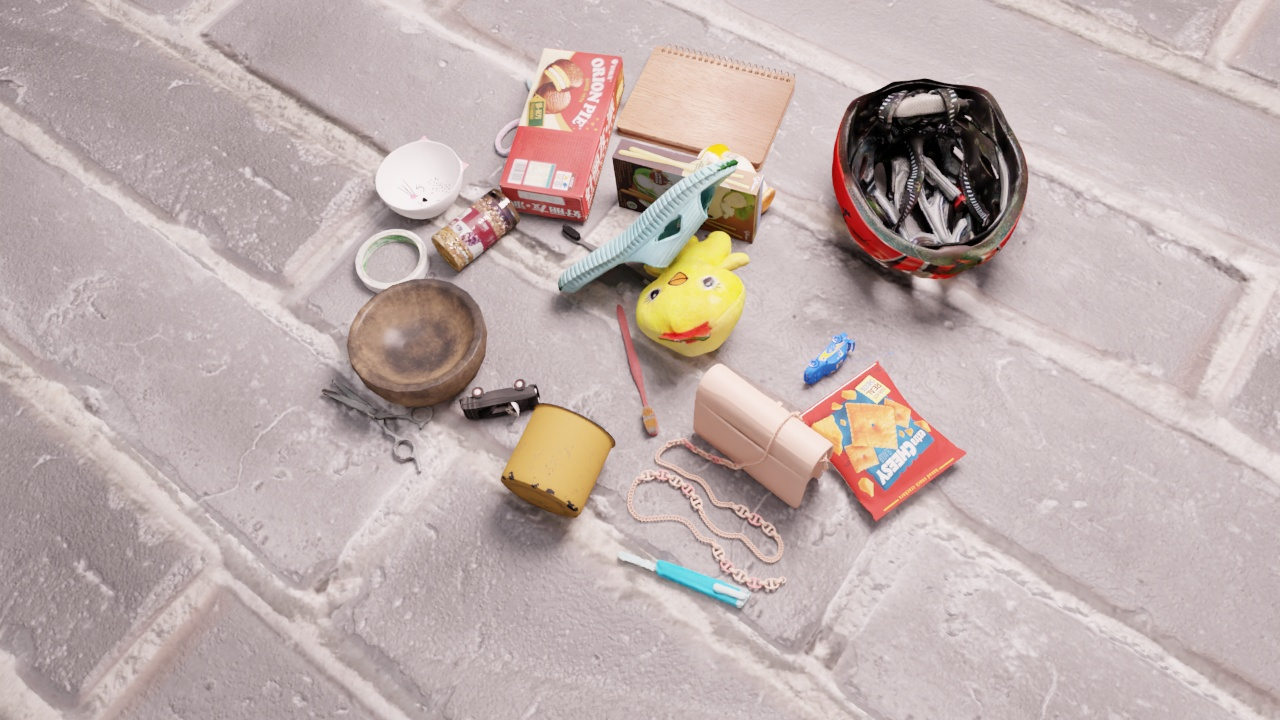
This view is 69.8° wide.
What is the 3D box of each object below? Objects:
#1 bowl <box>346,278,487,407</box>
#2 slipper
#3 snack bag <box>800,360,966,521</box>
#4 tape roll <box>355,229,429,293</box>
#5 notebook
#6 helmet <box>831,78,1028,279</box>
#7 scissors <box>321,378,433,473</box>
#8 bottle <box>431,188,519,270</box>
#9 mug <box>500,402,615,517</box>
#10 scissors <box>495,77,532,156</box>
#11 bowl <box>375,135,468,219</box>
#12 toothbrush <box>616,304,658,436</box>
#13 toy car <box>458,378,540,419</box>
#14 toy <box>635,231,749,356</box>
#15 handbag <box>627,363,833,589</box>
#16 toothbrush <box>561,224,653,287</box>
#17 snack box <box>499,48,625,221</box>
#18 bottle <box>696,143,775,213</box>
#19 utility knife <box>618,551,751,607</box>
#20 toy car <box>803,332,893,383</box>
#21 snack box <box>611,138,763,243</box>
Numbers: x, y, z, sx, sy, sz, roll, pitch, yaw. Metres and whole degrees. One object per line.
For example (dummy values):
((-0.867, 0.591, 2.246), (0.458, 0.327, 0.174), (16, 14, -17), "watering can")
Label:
((-0.261, -0.014, 1.099), (0.162, 0.070, 0.162), (-2, 58, 2), "bowl")
((0.015, -0.145, 1.090), (0.277, 0.115, 0.069), (-33, 98, 28), "slipper")
((0.264, 0.087, 1.026), (0.130, 0.039, 0.144), (-33, 66, -12), "snack bag")
((-0.323, -0.129, 1.197), (0.094, 0.018, 0.093), (-2, 63, 4), "tape roll")
((0.094, -0.358, 1.279), (0.210, 0.022, 0.168), (18, 67, 13), "notebook")
((0.340, -0.210, 1.100), (0.217, 0.167, 0.271), (-5, 63, 2), "helmet")
((-0.317, 0.076, 1.095), (0.160, 0.014, 0.120), (3, 63, 3), "scissors")
((-0.213, -0.169, 1.187), (0.105, 0.056, 0.056), (-42, 67, -15), "bottle")
((-0.100, 0.113, 1.019), (0.124, 0.100, 0.094), (-3, 55, 50), "mug")
((-0.136, -0.337, 1.290), (0.174, 0.013, 0.170), (-31, 66, -10), "scissors")
((-0.291, -0.233, 1.229), (0.115, 0.051, 0.114), (-2, 63, 4), "bowl")
((-0.007, 0.006, 1.105), (0.015, 0.016, 0.184), (-17, 61, 3), "toothbrush")
((-0.164, 0.051, 1.079), (0.092, 0.040, 0.037), (-11, 63, -3), "toy car")
((0.065, -0.084, 1.105), (0.134, 0.092, 0.207), (-7, 52, 21), "toy")
((0.103, 0.124, 0.977), (0.199, 0.117, 0.187), (37, 71, 20), "handbag")
((-0.037, -0.129, 1.178), (0.167, 0.013, 0.012), (35, 71, 17), "toothbrush")
((-0.101, -0.306, 1.230), (0.113, 0.060, 0.235), (9, 67, 9), "snack box")
((0.122, -0.233, 1.190), (0.109, 0.063, 0.063), (36, 71, 18), "bottle")
((0.045, 0.230, 0.985), (0.149, 0.015, 0.022), (19, 57, 13), "utility knife")
((0.242, 0.004, 1.072), (0.062, 0.033, 0.091), (37, 71, 28), "toy car")
((0.060, -0.214, 1.162), (0.186, 0.101, 0.031), (18, 66, 13), "snack box")
